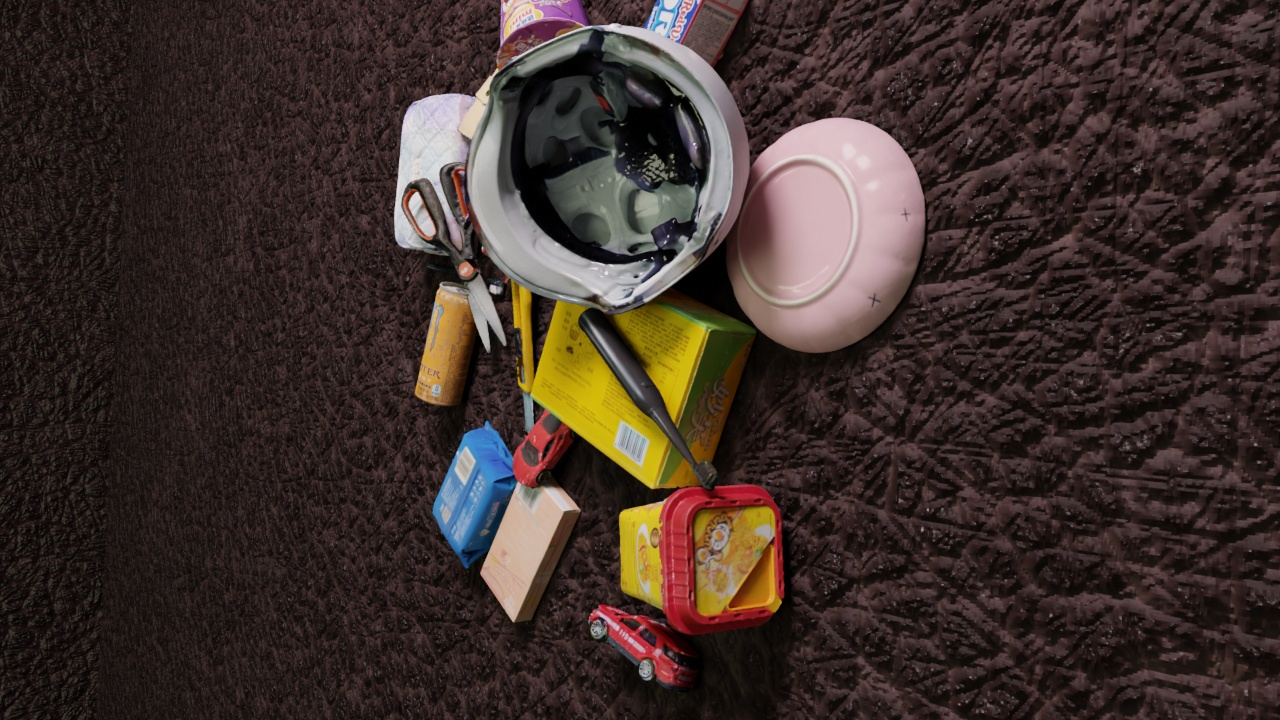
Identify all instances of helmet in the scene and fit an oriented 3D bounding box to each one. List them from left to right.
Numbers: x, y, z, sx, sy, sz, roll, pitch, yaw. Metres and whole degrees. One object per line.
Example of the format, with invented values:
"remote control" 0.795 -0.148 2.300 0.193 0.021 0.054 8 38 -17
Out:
"helmet" -0.017 -0.169 0.791 0.259 0.145 0.229 -27 97 40

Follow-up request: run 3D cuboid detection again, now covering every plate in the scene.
"plate" 0.135 -0.103 0.744 0.193 0.039 0.192 -5 84 47

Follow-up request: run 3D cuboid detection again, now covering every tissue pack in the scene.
"tissue pack" -0.189 0.158 1.073 0.095 0.052 0.157 49 122 40

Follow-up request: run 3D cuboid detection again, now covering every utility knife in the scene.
"utility knife" -0.131 -0.012 1.037 0.033 0.015 0.207 0 95 54

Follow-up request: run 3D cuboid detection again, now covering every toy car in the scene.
"toy car" -0.102 0.088 0.983 0.106 0.031 0.049 -54 49 10
"toy car" 0.004 0.263 0.856 0.121 0.053 0.045 24 83 39

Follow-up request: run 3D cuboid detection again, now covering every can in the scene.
"can" -0.235 -0.019 1.129 0.058 0.058 0.146 28 108 45

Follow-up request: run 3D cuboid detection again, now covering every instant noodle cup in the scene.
"instant noodle cup" -0.103 -0.354 0.978 0.112 0.111 0.099 -35 56 41
"instant noodle cup" 0.044 0.165 0.782 0.124 0.116 0.116 -10 80 58

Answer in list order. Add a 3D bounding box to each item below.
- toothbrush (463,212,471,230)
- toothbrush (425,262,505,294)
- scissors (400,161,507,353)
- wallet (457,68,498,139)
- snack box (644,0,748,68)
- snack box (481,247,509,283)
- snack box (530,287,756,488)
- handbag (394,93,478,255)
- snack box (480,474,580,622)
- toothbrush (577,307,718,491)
"toothbrush" -0.172 -0.238 1.069 0.017 0.014 0.189 12 78 38
"toothbrush" -0.223 -0.106 1.155 0.181 0.015 0.018 19 110 46
"scissors" -0.195 -0.126 1.072 0.234 0.021 0.162 45 99 8
"wallet" -0.158 -0.299 1.061 0.087 0.024 0.115 37 95 33
"snack box" 0.023 -0.266 0.865 0.057 0.058 0.208 49 122 34
"snack box" -0.140 -0.171 1.018 0.127 0.044 0.113 -51 30 32
"snack box" -0.005 0.005 0.868 0.210 0.070 0.158 31 110 44
"handbag" -0.248 -0.227 1.144 0.134 0.075 0.194 7 94 42
"snack box" -0.125 0.203 1.018 0.084 0.026 0.157 43 118 40
"toothbrush" 0.005 0.029 0.783 0.212 0.026 0.027 53 129 35
